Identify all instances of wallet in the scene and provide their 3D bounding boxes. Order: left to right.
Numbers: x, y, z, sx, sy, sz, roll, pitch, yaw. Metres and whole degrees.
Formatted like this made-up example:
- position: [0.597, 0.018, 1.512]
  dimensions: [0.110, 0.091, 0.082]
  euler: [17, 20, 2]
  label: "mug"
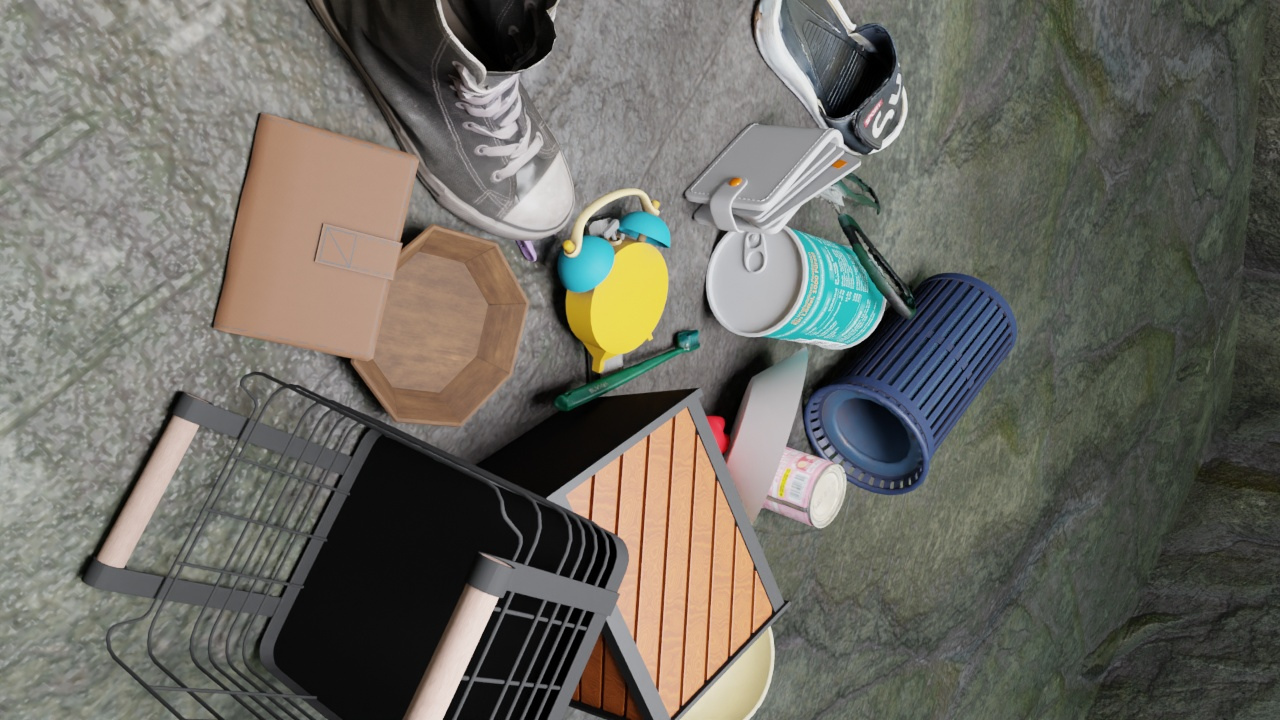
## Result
- position: [-0.178, -0.066, 0.510]
  dimensions: [0.087, 0.013, 0.121]
  euler: [13, 94, -25]
  label: "wallet"
- position: [0.111, -0.149, 0.745]
  dimensions: [0.118, 0.115, 0.037]
  euler: [-49, 134, -25]
  label: "wallet"

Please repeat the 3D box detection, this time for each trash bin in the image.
- position: [-0.018, 0.131, 0.639]
  dimensions: [0.139, 0.140, 0.172]
  euler: [-33, 106, -37]
  label: "trash bin"
- position: [0.304, 0.015, 1.002]
  dimensions: [0.248, 0.139, 0.139]
  euler: [-42, 130, -33]
  label: "trash bin"

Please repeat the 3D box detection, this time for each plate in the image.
- position: [-0.130, -0.022, 0.588]
  dimensions: [0.131, 0.025, 0.131]
  euler: [-19, 116, -44]
  label: "plate"
- position: [0.105, 0.064, 0.833]
  dimensions: [0.174, 0.036, 0.174]
  euler: [23, 85, -87]
  label: "plate"

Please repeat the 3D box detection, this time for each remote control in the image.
- position: [-0.029, -0.042, 0.704]
  dimensions: [0.033, 0.013, 0.137]
  euler: [-23, 117, -43]
  label: "remote control"

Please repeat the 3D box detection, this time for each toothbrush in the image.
- position: [-0.004, 0.004, 0.721]
  dimensions: [0.189, 0.016, 0.017]
  euler: [-25, 122, -53]
  label: "toothbrush"

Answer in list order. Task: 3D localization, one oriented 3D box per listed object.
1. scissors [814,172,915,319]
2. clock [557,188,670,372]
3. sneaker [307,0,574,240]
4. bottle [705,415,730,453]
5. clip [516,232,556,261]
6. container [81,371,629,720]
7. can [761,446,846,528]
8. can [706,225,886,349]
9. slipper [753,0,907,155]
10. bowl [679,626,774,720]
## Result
- position: [0.208, -0.122, 0.852]
  dimensions: [0.201, 0.015, 0.205]
  euler: [-4, 62, -54]
  label: "scissors"
- position: [-0.017, -0.060, 0.669]
  dimensions: [0.098, 0.044, 0.130]
  euler: [-32, 131, -38]
  label: "clock"
- position: [-0.082, -0.153, 0.527]
  dimensions: [0.095, 0.120, 0.235]
  euler: [-51, 137, -24]
  label: "sneaker"
- position: [0.022, 0.088, 0.783]
  dimensions: [0.141, 0.042, 0.042]
  euler: [-29, 123, -39]
  label: "bottle"
- position: [-0.081, -0.093, 0.630]
  dimensions: [0.029, 0.013, 0.050]
  euler: [-58, 135, -18]
  label: "clip"
- position: [-0.144, 0.118, 0.468]
  dimensions: [0.130, 0.242, 0.162]
  euler: [38, 74, -56]
  label: "container"
- position: [0.156, 0.124, 0.919]
  dimensions: [0.067, 0.076, 0.067]
  euler: [-19, 116, -44]
  label: "can"
- position: [0.142, -0.065, 0.820]
  dimensions: [0.143, 0.099, 0.099]
  euler: [6, 98, -49]
  label: "can"
- position: [0.196, -0.267, 0.843]
  dimensions: [0.263, 0.063, 0.111]
  euler: [27, 83, -46]
  label: "slipper"
- position: [0.034, 0.253, 0.806]
  dimensions: [0.150, 0.076, 0.150]
  euler: [11, 62, -21]
  label: "bowl"
